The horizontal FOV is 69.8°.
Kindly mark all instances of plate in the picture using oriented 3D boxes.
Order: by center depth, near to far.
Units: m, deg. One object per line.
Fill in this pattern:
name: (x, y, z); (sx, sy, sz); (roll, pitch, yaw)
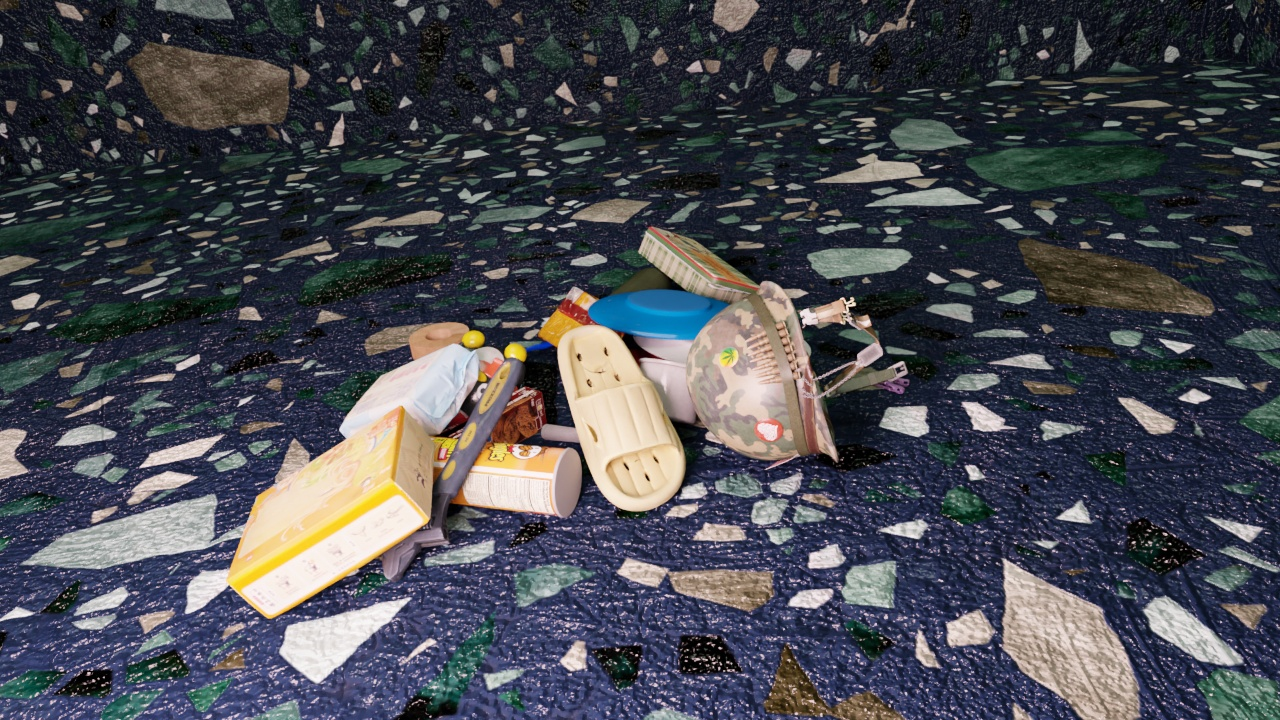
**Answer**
plate: (0.111, -0.033, 1.252); (0.242, 0.016, 0.242); (4, 19, -2)
plate: (0.039, -0.074, 1.286); (0.224, 0.024, 0.224); (3, 19, -1)

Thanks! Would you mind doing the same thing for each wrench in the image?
wrench: (-0.194, 0.111, 0.978); (0.073, 0.022, 0.272); (9, 61, 32)

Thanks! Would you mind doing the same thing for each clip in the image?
clip: (0.322, 0.031, 1.183); (0.050, 0.014, 0.046); (0, 29, 5)

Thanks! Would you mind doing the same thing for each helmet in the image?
helmet: (0.175, 0.014, 1.037); (0.236, 0.193, 0.224); (-34, 56, 0)

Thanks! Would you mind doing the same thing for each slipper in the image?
slipper: (-0.022, 0.045, 1.047); (0.111, 0.079, 0.261); (-10, 53, -21)

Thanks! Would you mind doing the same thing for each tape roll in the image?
tape roll: (-0.311, -0.028, 1.431); (0.094, 0.027, 0.093); (-5, 26, 2)

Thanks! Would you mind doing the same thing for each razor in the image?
razor: (-0.073, 0.092, 1.120); (0.116, 0.047, 0.088); (3, 26, 35)

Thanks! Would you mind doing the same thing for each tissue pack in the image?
tissue pack: (-0.278, 0.051, 1.129); (0.182, 0.070, 0.111); (-18, 29, 36)

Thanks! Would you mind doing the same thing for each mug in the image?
mug: (0.040, 0.040, 1.147); (0.084, 0.070, 0.113); (8, -6, 23)

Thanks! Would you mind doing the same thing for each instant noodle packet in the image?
instant noodle packet: (-0.084, -0.050, 1.359); (0.135, 0.040, 0.098); (29, 75, 38)

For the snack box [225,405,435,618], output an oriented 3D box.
snack box: (-0.303, 0.154, 0.933); (0.195, 0.080, 0.145); (-32, 27, 6)

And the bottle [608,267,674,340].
bottle: (0.005, -0.104, 1.466); (0.071, 0.071, 0.206); (7, 29, 25)

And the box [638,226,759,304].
box: (0.095, -0.148, 1.479); (0.117, 0.050, 0.205); (7, 26, -38)

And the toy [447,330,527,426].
toy: (-0.208, 0.037, 1.201); (0.097, 0.100, 0.119); (18, 53, 5)

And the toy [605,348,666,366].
toy: (-0.007, 0.007, 1.256); (0.137, 0.067, 0.105); (18, 30, 26)

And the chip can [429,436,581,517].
chip can: (-0.179, 0.126, 1.025); (0.215, 0.075, 0.075); (3, 27, 19)

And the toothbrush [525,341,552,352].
toothbrush: (-0.132, -0.025, 1.404); (0.182, 0.018, 0.016); (-22, 30, -35)

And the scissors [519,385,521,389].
scissors: (-0.235, 0.031, 1.313); (0.134, 0.012, 0.134); (-8, 26, 0)

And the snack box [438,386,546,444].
snack box: (-0.180, 0.086, 1.137); (0.032, 0.051, 0.140); (17, 34, 39)
